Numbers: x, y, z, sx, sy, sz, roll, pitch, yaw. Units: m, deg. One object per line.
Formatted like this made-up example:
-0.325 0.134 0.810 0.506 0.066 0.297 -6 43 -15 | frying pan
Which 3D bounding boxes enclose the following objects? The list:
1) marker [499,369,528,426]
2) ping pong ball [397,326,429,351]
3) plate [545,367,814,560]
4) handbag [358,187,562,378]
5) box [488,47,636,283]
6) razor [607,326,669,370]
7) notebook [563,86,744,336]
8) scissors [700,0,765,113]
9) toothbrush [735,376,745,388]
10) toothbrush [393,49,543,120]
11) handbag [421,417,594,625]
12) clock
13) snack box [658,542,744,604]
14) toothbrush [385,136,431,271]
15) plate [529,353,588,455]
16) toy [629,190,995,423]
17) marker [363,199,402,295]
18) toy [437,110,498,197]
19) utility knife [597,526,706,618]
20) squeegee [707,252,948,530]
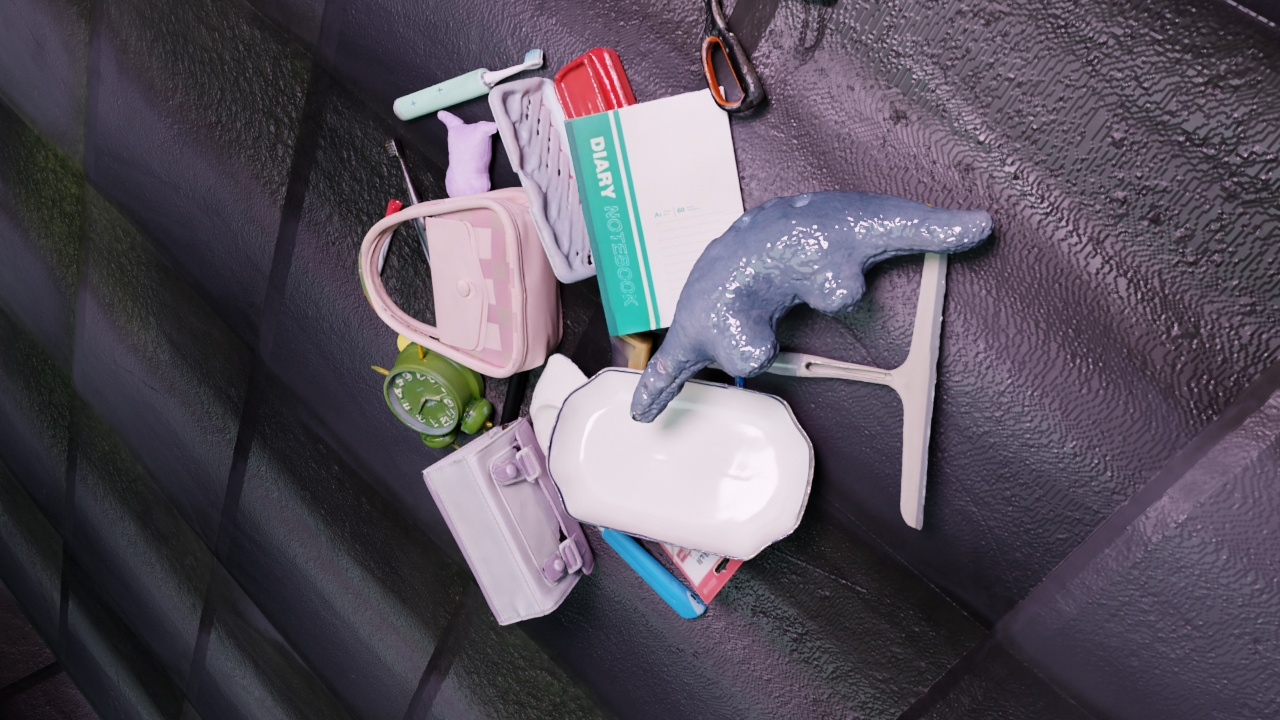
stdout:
-0.151 0.046 1.091 0.022 0.020 0.132 37 126 31 | marker
-0.284 -0.023 1.152 0.040 0.040 0.040 14 115 33 | ping pong ball
0.037 0.098 0.895 0.266 0.034 0.162 9 78 20 | plate
-0.206 -0.091 1.007 0.234 0.093 0.193 7 110 22 | handbag
-0.055 -0.186 0.882 0.113 0.099 0.201 -16 97 40 | box
-0.006 0.006 0.953 0.067 0.062 0.168 8 121 1 | razor
0.022 -0.134 0.855 0.150 0.012 0.209 -10 103 9 | notebook
0.068 -0.319 0.783 0.221 0.021 0.231 4 102 34 | scissors
0.100 0.069 0.916 0.016 0.014 0.190 15 117 50 | toothbrush
-0.187 -0.294 0.987 0.225 0.026 0.027 -4 82 38 | toothbrush
-0.138 0.177 1.044 0.099 0.144 0.197 -22 98 25 | handbag
-0.245 0.049 1.124 0.116 0.056 0.161 -23 113 35 | clock
0.066 0.164 0.943 0.127 0.044 0.113 49 133 22 | snack box
-0.258 -0.162 1.090 0.027 0.026 0.212 -18 95 28 | toothbrush
-0.068 0.088 1.010 0.163 0.034 0.165 45 143 15 | plate
0.114 -0.065 0.789 0.357 0.091 0.137 -33 66 26 | toy
-0.326 -0.139 1.156 0.017 0.017 0.146 41 127 18 | marker
-0.192 -0.216 1.011 0.084 0.038 0.108 23 125 27 | toy
-0.011 0.212 1.029 0.209 0.018 0.034 43 132 4 | utility knife
0.151 0.007 0.836 0.247 0.039 0.246 8 99 33 | squeegee
